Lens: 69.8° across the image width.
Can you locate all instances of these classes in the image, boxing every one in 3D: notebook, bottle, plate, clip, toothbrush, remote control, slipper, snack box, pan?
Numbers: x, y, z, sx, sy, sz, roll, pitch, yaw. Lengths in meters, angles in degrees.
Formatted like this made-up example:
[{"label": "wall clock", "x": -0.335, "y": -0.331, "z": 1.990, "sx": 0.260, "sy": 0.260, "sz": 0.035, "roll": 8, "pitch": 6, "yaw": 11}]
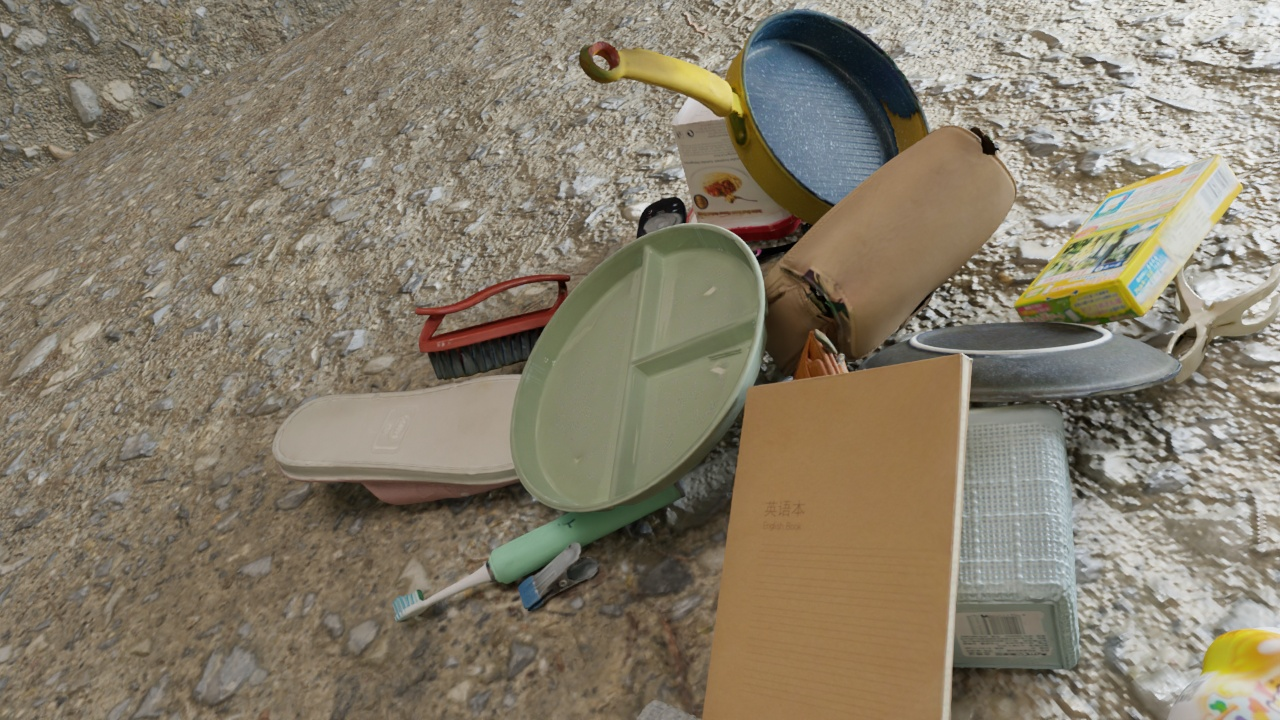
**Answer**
[{"label": "notebook", "x": 0.095, "y": 0.107, "z": 0.470, "sx": 0.150, "sy": 0.012, "sz": 0.211, "roll": -11, "pitch": 64, "yaw": 51}, {"label": "bottle", "x": 0.249, "y": 0.164, "z": 0.376, "sx": 0.108, "sy": 0.063, "sz": 0.063, "roll": -44, "pitch": 40, "yaw": -21}, {"label": "plate", "x": 0.221, "y": -0.005, "z": 0.552, "sx": 0.179, "sy": 0.024, "sz": 0.179, "roll": -7, "pitch": 9, "yaw": 1}, {"label": "plate", "x": -0.004, "y": 0.004, "z": 0.646, "sx": 0.231, "sy": 0.027, "sz": 0.229, "roll": -29, "pitch": 42, "yaw": 29}, {"label": "clip", "x": 0.360, "y": -0.029, "z": 0.564, "sx": 0.098, "sy": 0.035, "sz": 0.099, "roll": -5, "pitch": 42, "yaw": 25}, {"label": "toothbrush", "x": 0.085, "y": -0.087, "z": 0.817, "sx": 0.189, "sy": 0.018, "sz": 0.014, "roll": -22, "pitch": 38, "yaw": 9}, {"label": "remote control", "x": 0.021, "y": -0.112, "z": 0.878, "sx": 0.053, "sy": 0.024, "sz": 0.136, "roll": -16, "pitch": 37, "yaw": 17}, {"label": "slipper", "x": -0.170, "y": 0.067, "z": 0.751, "sx": 0.275, "sy": 0.054, "sz": 0.114, "roll": -5, "pitch": 45, "yaw": 12}, {"label": "snack box", "x": 0.324, "y": -0.075, "z": 0.613, "sx": 0.140, "sy": 0.034, "sz": 0.087, "roll": -41, "pitch": 9, "yaw": -22}, {"label": "toothbrush", "x": -0.071, "y": 0.131, "z": 0.641, "sx": 0.224, "sy": 0.026, "sz": 0.027, "roll": -27, "pitch": 58, "yaw": 1}, {"label": "pan", "x": 0.099, "y": -0.201, "z": 0.719, "sx": 0.356, "sy": 0.197, "sz": 0.078, "roll": -5, "pitch": -17, "yaw": -30}, {"label": "clip", "x": -0.056, "y": 0.148, "z": 0.623, "sx": 0.057, "sy": 0.028, "sz": 0.024, "roll": -35, "pitch": 34, "yaw": 3}]

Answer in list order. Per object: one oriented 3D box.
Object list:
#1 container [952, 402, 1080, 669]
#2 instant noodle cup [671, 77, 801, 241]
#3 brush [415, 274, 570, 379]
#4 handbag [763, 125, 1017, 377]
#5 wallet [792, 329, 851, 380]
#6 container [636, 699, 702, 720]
[{"label": "container", "x": 0.181, "y": 0.095, "z": 0.482, "sx": 0.090, "sy": 0.090, "sz": 0.111, "roll": -7, "pitch": 45, "yaw": 24}, {"label": "instant noodle cup", "x": 0.092, "y": -0.187, "z": 0.841, "sx": 0.117, "sy": 0.124, "sz": 0.116, "roll": 1, "pitch": 45, "yaw": 33}, {"label": "brush", "x": -0.120, "y": -0.031, "z": 0.784, "sx": 0.145, "sy": 0.069, "sz": 0.063, "roll": -16, "pitch": 11, "yaw": -27}, {"label": "handbag", "x": 0.169, "y": -0.072, "z": 0.649, "sx": 0.204, "sy": 0.100, "sz": 0.148, "roll": -43, "pitch": -5, "yaw": -8}, {"label": "wallet", "x": 0.113, "y": 0.055, "z": 0.555, "sx": 0.035, "sy": 0.119, "sz": 0.130, "roll": 3, "pitch": 37, "yaw": -8}, {"label": "container", "x": 0.038, "y": 0.223, "z": 0.415, "sx": 0.114, "sy": 0.090, "sz": 0.090, "roll": 10, "pitch": 50, "yaw": 43}]
